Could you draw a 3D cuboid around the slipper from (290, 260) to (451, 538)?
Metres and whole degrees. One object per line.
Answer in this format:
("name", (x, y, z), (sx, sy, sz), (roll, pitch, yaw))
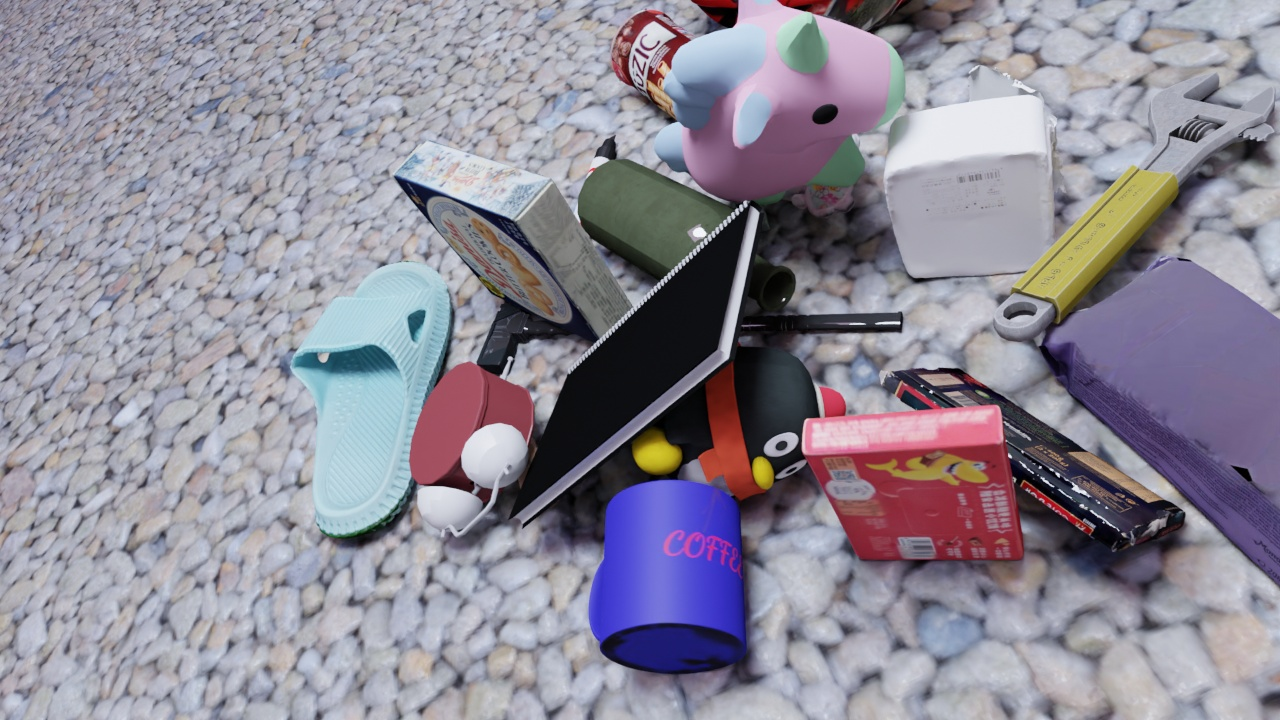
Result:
("slipper", (-0.220, 0.011, 0.742), (0.116, 0.069, 0.275), (-13, 51, 14))

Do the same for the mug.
("mug", (0.008, 0.131, 0.532), (0.111, 0.079, 0.083), (-35, 40, 39))

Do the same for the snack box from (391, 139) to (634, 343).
("snack box", (-0.091, -0.086, 0.674), (0.145, 0.144, 0.042), (24, 70, 39))

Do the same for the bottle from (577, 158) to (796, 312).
("bottle", (0.033, -0.088, 0.670), (0.071, 0.071, 0.207), (-44, 43, -9))

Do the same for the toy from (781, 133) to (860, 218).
("toy", (0.132, -0.153, 0.702), (0.076, 0.037, 0.125), (-23, 41, 19))

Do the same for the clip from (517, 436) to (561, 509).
("clip", (-0.074, 0.076, 0.642), (0.025, 0.047, 0.062), (-26, 20, 7))

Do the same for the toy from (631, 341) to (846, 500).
("toy", (0.063, 0.035, 0.558), (0.119, 0.097, 0.099), (-11, 47, 16))

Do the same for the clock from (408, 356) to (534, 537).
("clock", (-0.118, 0.060, 0.641), (0.096, 0.048, 0.137), (-44, 38, 25))

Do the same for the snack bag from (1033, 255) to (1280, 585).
("snack bag", (0.306, 0.024, 0.464), (0.096, 0.058, 0.205), (-34, 47, 1))

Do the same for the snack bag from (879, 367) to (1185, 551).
("snack bag", (0.209, 0.046, 0.495), (0.155, 0.074, 0.018), (43, 123, 42))

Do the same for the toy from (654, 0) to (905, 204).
("toy", (0.071, -0.161, 0.598), (0.223, 0.170, 0.120), (-7, 78, 52))

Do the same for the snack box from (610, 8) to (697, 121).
("snack box", (0.032, -0.255, 0.810), (0.072, 0.072, 0.121), (-37, 48, -3))

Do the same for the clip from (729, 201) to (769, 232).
("clip", (0.084, -0.132, 0.723), (0.047, 0.023, 0.076), (-11, 54, 18))

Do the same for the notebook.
("notebook", (-0.003, 0.003, 0.575), (0.207, 0.016, 0.148), (-41, 20, 38))

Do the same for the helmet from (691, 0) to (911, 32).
("helmet", (0.139, -0.359, 0.769), (0.217, 0.167, 0.272), (-40, 48, -6))

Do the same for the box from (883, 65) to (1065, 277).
("box", (0.219, -0.137, 0.599), (0.103, 0.110, 0.130), (-5, 55, 25))

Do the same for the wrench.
("wrench", (0.298, -0.099, 0.557), (0.272, 0.018, 0.084), (-40, 36, -19))

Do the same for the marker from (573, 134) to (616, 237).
("marker", (-0.042, -0.145, 0.799), (0.019, 0.019, 0.145), (-2, 55, 26))

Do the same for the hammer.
("hammer", (0.028, -0.032, 0.681), (0.326, 0.015, 0.094), (0, 55, 27))

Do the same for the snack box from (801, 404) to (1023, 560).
("snack box", (0.142, 0.068, 0.465), (0.089, 0.133, 0.021), (-5, 54, 24))
